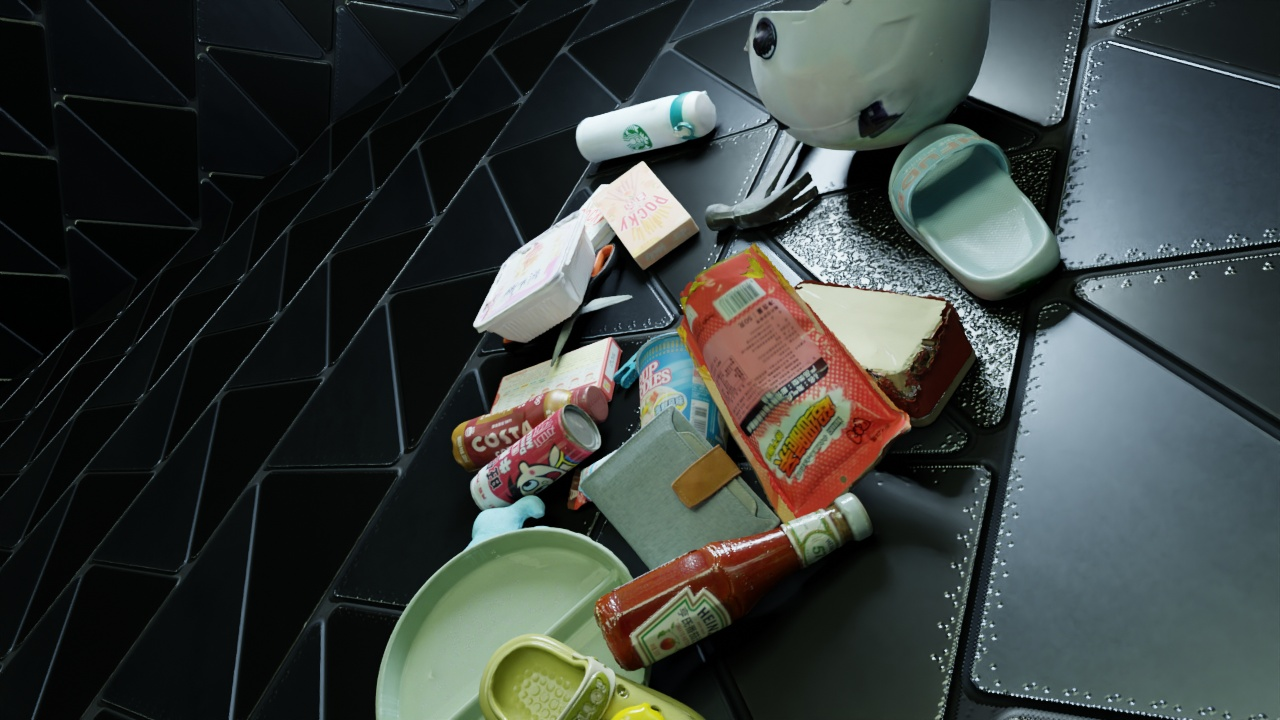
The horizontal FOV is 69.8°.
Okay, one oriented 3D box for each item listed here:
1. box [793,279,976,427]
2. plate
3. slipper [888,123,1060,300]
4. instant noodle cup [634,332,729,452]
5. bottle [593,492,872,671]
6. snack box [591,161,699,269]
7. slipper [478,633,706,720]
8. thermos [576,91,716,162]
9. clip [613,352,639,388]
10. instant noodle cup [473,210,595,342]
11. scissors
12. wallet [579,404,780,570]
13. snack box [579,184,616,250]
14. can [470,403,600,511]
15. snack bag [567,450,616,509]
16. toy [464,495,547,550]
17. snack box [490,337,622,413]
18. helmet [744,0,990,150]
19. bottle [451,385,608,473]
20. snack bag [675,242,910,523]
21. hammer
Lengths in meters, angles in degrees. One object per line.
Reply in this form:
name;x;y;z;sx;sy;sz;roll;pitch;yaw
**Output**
box;0.174;-0.014;0.754;0.091;0.077;0.168;-51;34;-17
plate;-0.097;0.239;0.714;0.230;0.027;0.229;-11;51;13
slipper;0.281;-0.143;0.804;0.104;0.074;0.245;-30;36;15
instant noodle cup;0.041;0.047;0.807;0.099;0.099;0.109;-19;46;28
bottle;0.069;0.155;0.660;0.206;0.060;0.059;-26;34;-2
snack box;0.003;-0.183;1.140;0.084;0.026;0.157;-35;43;3
slipper;-0.038;0.245;0.616;0.191;0.082;0.091;21;68;28
thermos;0.007;-0.329;1.297;0.225;0.073;0.073;0;50;44
clip;-0.005;0.006;0.964;0.057;0.014;0.046;-49;32;-12
instant noodle cup;-0.114;-0.092;1.093;0.138;0.060;0.173;-28;29;27
scissors;-0.078;-0.063;1.093;0.231;0.022;0.220;-12;38;46
wallet;0.031;0.111;0.718;0.106;0.037;0.129;-42;73;1
snack box;-0.068;-0.172;1.224;0.085;0.027;0.156;15;62;51
can;-0.104;0.100;0.899;0.133;0.053;0.053;-37;32;21
snack bag;-0.031;0.104;0.846;0.104;0.026;0.048;-33;40;46
toy;-0.110;0.188;0.820;0.157;0.050;0.161;-7;44;36
snack box;-0.096;0.031;1.012;0.156;0.027;0.076;-19;38;28
helmet;0.229;-0.288;0.938;0.228;0.146;0.259;-11;5;-32
bottle;-0.115;0.070;0.957;0.175;0.057;0.057;-20;38;27
snack bag;0.108;0.014;0.723;0.129;0.073;0.207;-48;58;26
hammer;0.193;-0.276;1.086;0.126;0.032;0.322;0;50;44
